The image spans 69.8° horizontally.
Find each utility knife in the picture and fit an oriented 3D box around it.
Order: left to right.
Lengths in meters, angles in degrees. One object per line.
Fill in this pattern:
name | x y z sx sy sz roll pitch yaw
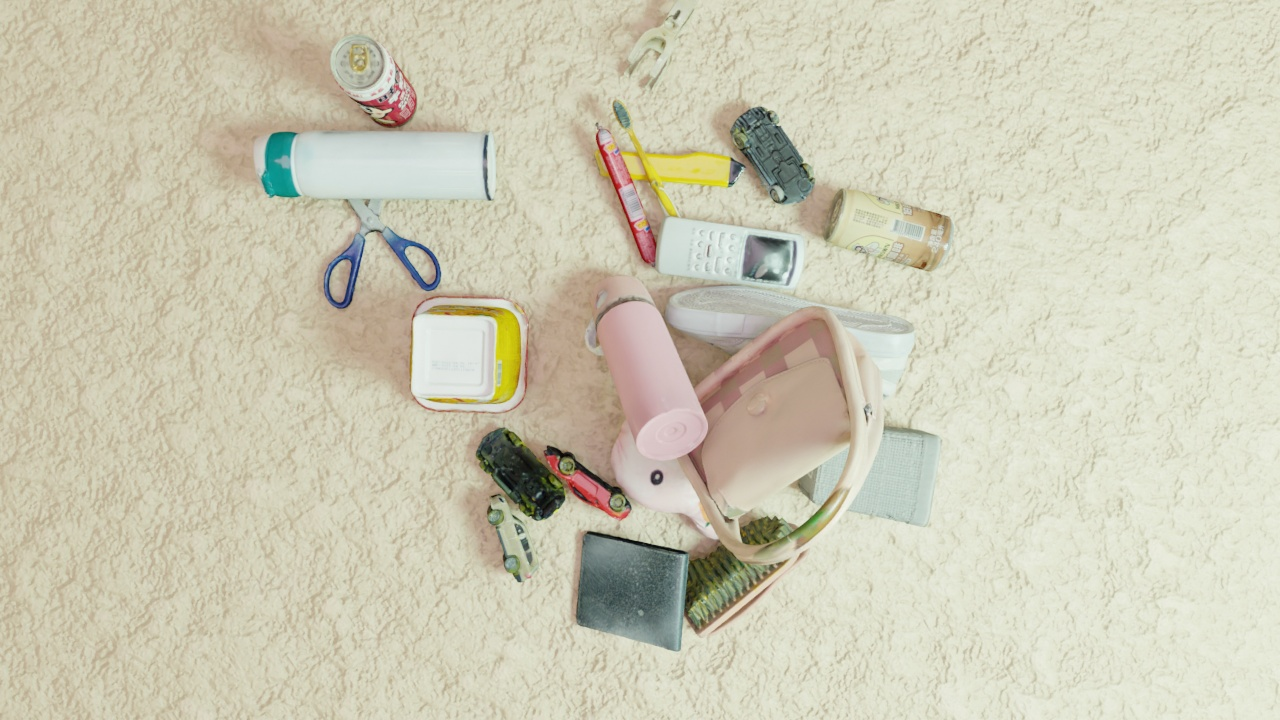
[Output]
utility knife | 0.029 -0.196 0.927 0.154 0.015 0.033 5 101 -3

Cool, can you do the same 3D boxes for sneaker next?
sneaker | 0.141 -0.012 0.909 0.242 0.089 0.091 10 114 4

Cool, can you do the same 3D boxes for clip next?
clip | 0.020 -0.317 0.925 0.035 0.084 0.104 31 65 -2

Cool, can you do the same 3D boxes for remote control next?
remote control | 0.091 -0.107 0.919 0.150 0.021 0.058 6 101 -9

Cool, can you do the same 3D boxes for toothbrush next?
toothbrush | 0.018 -0.171 0.913 0.016 0.018 0.191 -26 102 7

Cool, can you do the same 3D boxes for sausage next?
sausage | -0.012 -0.164 0.915 0.020 0.020 0.156 -22 103 -2

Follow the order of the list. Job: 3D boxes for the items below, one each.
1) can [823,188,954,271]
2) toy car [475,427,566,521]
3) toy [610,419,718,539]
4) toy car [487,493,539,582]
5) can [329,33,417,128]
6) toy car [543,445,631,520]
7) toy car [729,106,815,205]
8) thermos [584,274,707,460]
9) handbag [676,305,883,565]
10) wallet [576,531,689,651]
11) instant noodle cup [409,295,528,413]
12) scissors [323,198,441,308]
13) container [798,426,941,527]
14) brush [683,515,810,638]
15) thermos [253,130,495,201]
can | 0.247 -0.130 0.918 0.116 0.058 0.058 15 91 -3
toy car | -0.119 0.114 0.923 0.048 0.032 0.105 -45 82 -1
toy | 0.049 0.105 0.921 0.159 0.054 0.121 37 87 -10
toy car | -0.129 0.175 0.919 0.035 0.042 0.090 -22 93 -12
can | -0.247 -0.258 0.855 0.053 0.133 0.053 0 91 -3
toy car | -0.055 0.122 0.917 0.106 0.049 0.031 38 88 -4
toy car | 0.132 -0.204 0.923 0.049 0.031 0.105 -36 96 -10
thermos | -0.005 0.005 0.856 0.067 0.198 0.087 23 120 -38
handbag | 0.120 0.077 0.773 0.194 0.233 0.093 -39 115 22
wallet | -0.010 0.228 0.910 0.121 0.019 0.097 6 91 29
instant noodle cup | -0.168 -0.004 0.871 0.116 0.123 0.116 2 92 -3
scissors | -0.268 -0.126 0.919 0.162 0.012 0.175 32 89 -2
container | 0.223 0.107 0.910 0.114 0.090 0.090 9 91 0
brush | 0.104 0.215 0.924 0.145 0.063 0.073 -37 122 -3
thermos | -0.255 -0.190 0.884 0.224 0.073 0.073 0 91 -2
